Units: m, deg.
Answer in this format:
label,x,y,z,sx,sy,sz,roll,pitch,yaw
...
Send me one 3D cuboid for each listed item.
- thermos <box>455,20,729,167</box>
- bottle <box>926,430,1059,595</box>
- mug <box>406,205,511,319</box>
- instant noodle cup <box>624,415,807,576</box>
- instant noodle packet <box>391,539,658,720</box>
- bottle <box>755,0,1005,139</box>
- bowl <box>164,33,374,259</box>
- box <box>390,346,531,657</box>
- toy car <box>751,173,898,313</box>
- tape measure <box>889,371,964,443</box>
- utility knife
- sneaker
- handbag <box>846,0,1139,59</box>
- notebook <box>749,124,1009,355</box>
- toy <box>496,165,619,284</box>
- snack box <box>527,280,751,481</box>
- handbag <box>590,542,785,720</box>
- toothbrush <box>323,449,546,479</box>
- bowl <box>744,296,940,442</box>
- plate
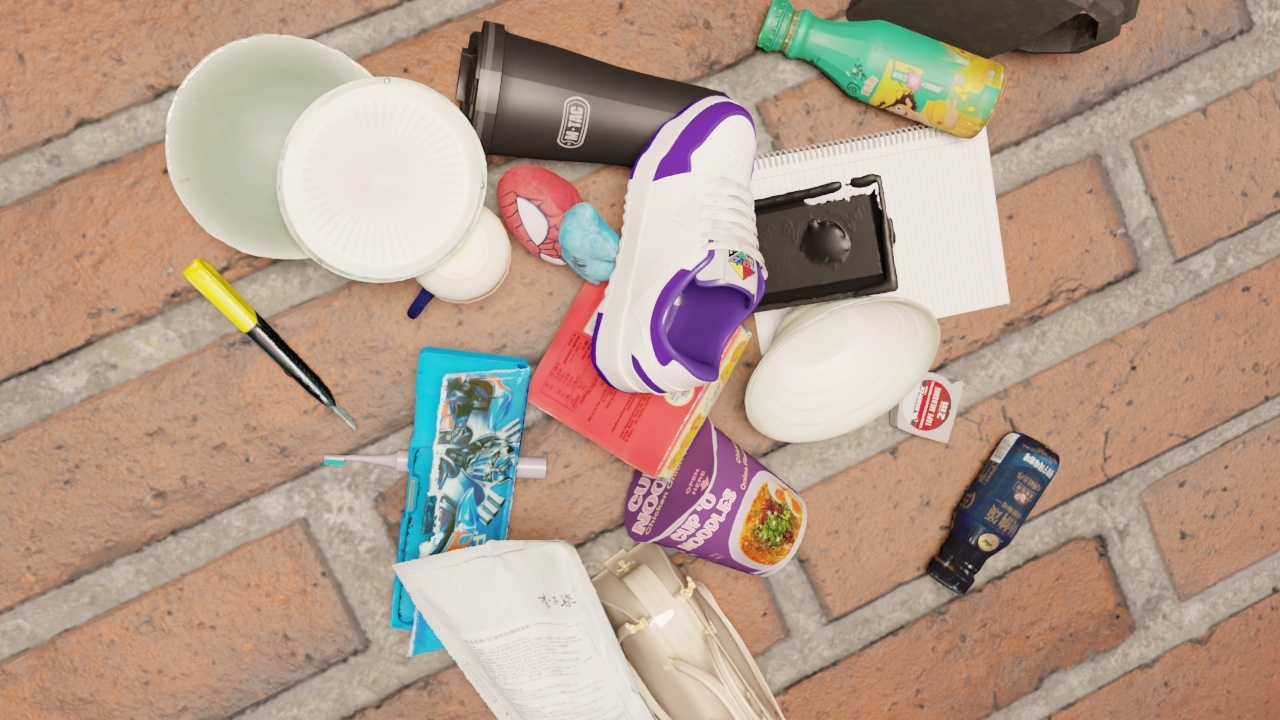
label,x,y,z,sx,sy,sz,roll,pitch,yaw
thermos,-0.039,-0.203,0.751,0.218,0.106,0.106,7,93,-15
bottle,0.326,0.143,0.855,0.056,0.056,0.161,34,89,-10
mug,-0.155,-0.079,0.744,0.085,0.089,0.112,37,88,-10
instant noodle cup,0.074,0.124,0.783,0.122,0.137,0.121,30,77,-21
instant noodle packet,-0.077,0.244,0.746,0.147,0.057,0.269,-14,121,14
bottle,0.205,-0.258,0.797,0.209,0.068,0.068,19,91,-2
bowl,-0.275,-0.163,0.729,0.174,0.068,0.174,-1,93,-11
box,-0.148,0.118,0.746,0.091,0.085,0.243,7,102,-10
toy car,0.122,-0.092,0.766,0.192,0.071,0.094,-8,97,32
tape measure,0.265,0.041,0.855,0.062,0.020,0.060,14,92,-9
utility knife,-0.301,-0.010,0.757,0.020,0.029,0.187,-43,99,0
sneaker,0.048,-0.087,0.678,0.091,0.111,0.244,23,82,-39
handbag,0.306,-0.312,0.745,0.199,0.197,0.102,22,91,-11
notebook,0.213,-0.116,0.839,0.245,0.013,0.178,-12,97,-8
toy,-0.064,-0.108,0.745,0.133,0.092,0.062,39,81,27
snack box,-0.005,0.004,0.765,0.145,0.040,0.142,29,89,23
handbag,0.049,0.252,0.745,0.101,0.198,0.194,-35,99,-12
toothbrush,-0.175,0.088,0.790,0.188,0.018,0.019,4,99,-9
bowl,0.164,-0.007,0.795,0.176,0.057,0.177,-12,139,-11
plate,-0.193,-0.135,0.689,0.157,0.014,0.157,0,86,0
